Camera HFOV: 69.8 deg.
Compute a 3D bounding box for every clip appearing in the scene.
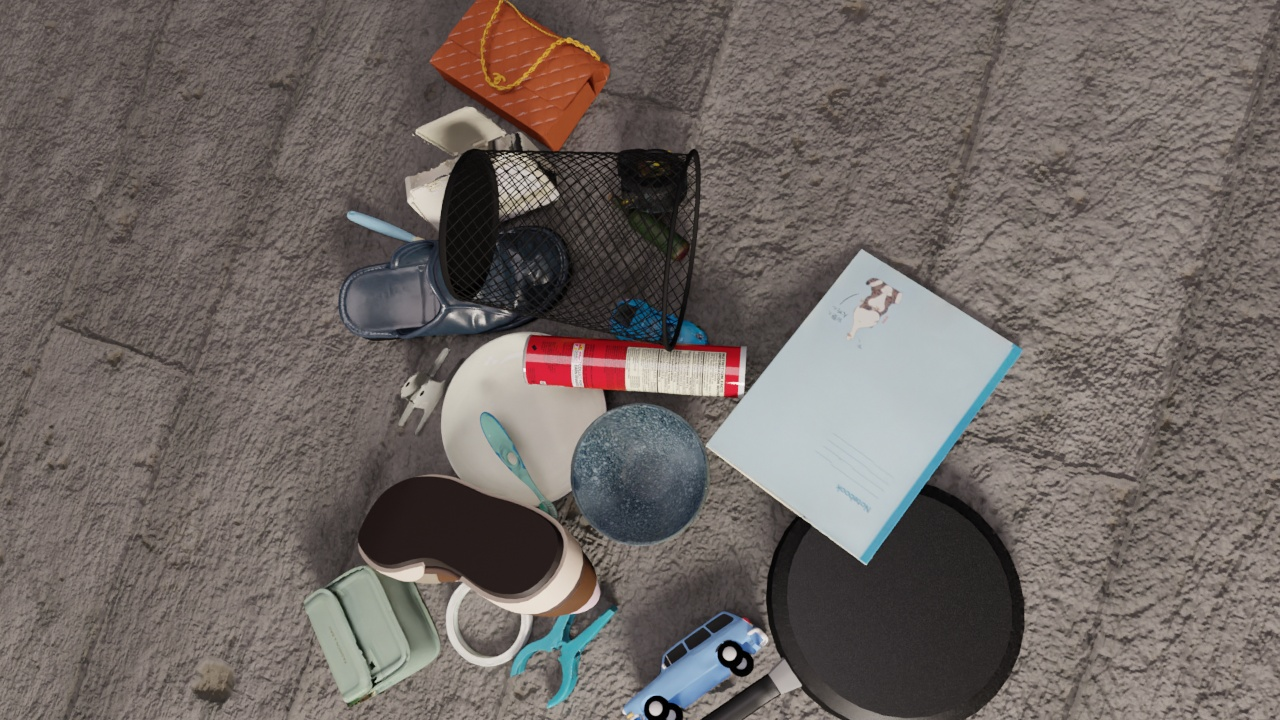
[{"bbox_3d":[-0.225,0.037,0.984,0.052,0.059,0.102,31,91,-2],"label":"clip"},{"bbox_3d":[-0.092,0.278,0.927,0.120,0.030,0.130,17,87,21],"label":"clip"}]

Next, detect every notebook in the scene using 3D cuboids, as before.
[{"bbox_3d":[0.209,0.035,0.856,0.181,0.009,0.253,36,78,17],"label":"notebook"}]

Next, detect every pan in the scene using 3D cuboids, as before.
[{"bbox_3d":[0.172,0.250,0.811,0.356,0.034,0.225,-32,73,-6],"label":"pan"}]

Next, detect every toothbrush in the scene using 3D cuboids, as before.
[{"bbox_3d":[-0.125,0.105,0.927,0.022,0.017,0.135,-39,75,8],"label":"toothbrush"},{"bbox_3d":[-0.269,-0.143,1.039,0.155,0.016,0.022,21,64,17],"label":"toothbrush"}]

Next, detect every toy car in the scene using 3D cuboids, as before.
[{"bbox_3d":[0.018,-0.029,0.937,0.105,0.032,0.048,26,89,16],"label":"toy car"},{"bbox_3d":[0.049,0.293,0.864,0.153,0.056,0.054,-36,55,-1],"label":"toy car"}]

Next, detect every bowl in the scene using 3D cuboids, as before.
[{"bbox_3d":[0.004,0.112,0.905,0.137,0.057,0.137,-1,83,11],"label":"bowl"}]

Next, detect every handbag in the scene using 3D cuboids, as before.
[{"bbox_3d":[-0.283,0.282,0.956,0.106,0.067,0.122,-33,75,10],"label":"handbag"},{"bbox_3d":[-0.133,-0.325,1.009,0.172,0.060,0.109,36,88,17],"label":"handbag"}]

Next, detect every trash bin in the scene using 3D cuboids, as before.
[{"bbox_3d":[-0.062,-0.114,0.857,0.210,0.184,0.184,8,84,9],"label":"trash bin"}]

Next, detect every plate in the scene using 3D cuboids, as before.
[{"bbox_3d":[-0.118,0.062,0.959,0.182,0.034,0.182,-2,81,15],"label":"plate"}]

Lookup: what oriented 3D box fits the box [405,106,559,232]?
[{"bbox_3d":[-0.181,-0.191,0.931,0.144,0.184,0.044,-19,63,17],"label":"box"}]

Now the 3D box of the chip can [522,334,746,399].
[{"bbox_3d":[-0.005,0.005,0.900,0.215,0.052,0.051,3,83,7],"label":"chip can"}]

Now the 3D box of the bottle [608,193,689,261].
[{"bbox_3d":[0.006,-0.142,0.959,0.106,0.025,0.025,40,93,17],"label":"bottle"}]

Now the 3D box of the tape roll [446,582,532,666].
[{"bbox_3d":[-0.157,0.268,0.951,0.093,0.013,0.093,-2,82,15],"label":"tape roll"}]

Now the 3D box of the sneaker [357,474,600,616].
[{"bbox_3d":[-0.157,0.194,0.923,0.294,0.116,0.111,2,56,37],"label":"sneaker"}]

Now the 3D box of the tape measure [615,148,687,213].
[{"bbox_3d":[0.012,-0.186,0.946,0.072,0.042,0.071,-5,52,0],"label":"tape measure"}]

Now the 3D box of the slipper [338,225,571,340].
[{"bbox_3d":[-0.206,-0.078,0.969,0.266,0.083,0.109,-10,88,9],"label":"slipper"}]
